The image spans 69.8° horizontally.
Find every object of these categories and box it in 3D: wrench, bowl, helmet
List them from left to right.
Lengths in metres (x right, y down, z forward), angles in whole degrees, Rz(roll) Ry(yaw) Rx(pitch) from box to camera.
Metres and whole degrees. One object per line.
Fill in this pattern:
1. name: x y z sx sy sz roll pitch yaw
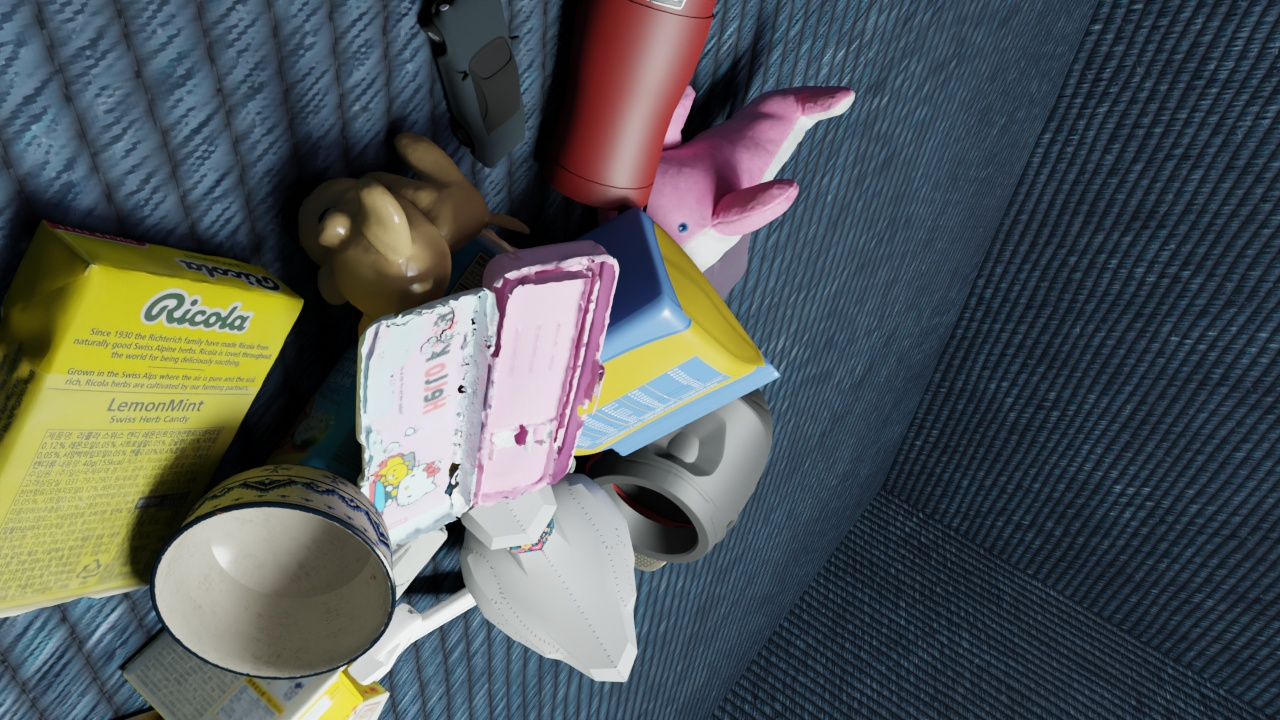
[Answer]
1. bowl: -0.184 0.103 0.478 0.059 0.115 0.116 -106 -149 -60
2. wrench: -0.168 0.213 0.772 0.066 0.018 0.273 -53 171 4
3. helmet: 0.045 0.084 0.930 0.169 0.164 0.265 -60 175 -30

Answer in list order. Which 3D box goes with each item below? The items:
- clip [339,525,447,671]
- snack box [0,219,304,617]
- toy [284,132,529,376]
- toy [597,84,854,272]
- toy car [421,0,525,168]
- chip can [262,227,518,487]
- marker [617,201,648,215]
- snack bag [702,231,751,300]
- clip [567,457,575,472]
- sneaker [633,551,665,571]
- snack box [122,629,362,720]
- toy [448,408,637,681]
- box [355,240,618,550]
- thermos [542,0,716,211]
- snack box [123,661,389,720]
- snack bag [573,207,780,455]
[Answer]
1. clip: -0.203 0.150 0.644 0.125 0.092 0.151 -55 165 -13
2. snack box: -0.247 0.031 0.424 0.181 0.045 0.121 -60 160 9
3. toy: -0.127 -0.066 0.485 0.108 0.106 0.134 -57 168 -46
4. toy: 0.047 -0.157 0.737 0.265 0.187 0.128 -47 113 -24
5. toy car: -0.089 -0.161 0.521 0.046 0.034 0.112 -48 155 -25
6. chip can: -0.153 0.020 0.564 0.229 0.080 0.080 -56 157 -7
7. marker: 0.004 -0.157 0.679 0.016 0.022 0.138 131 -28 -77
8. snack bag: 0.034 -0.069 0.857 0.204 0.058 0.096 -46 155 -29
9. clip: -0.083 0.080 0.838 0.023 0.035 0.074 -49 149 -18
10. sneaker: 0.048 0.139 1.122 0.241 0.089 0.102 -63 165 -1
11. snack box: -0.241 0.199 0.561 0.083 0.106 0.061 -46 156 -27
12. toy: -0.081 0.150 0.743 0.140 0.246 0.268 -33 170 -9
13. box: -0.093 0.025 0.527 0.154 0.044 0.202 -16 143 -30
14. thermos: -0.002 -0.208 0.594 0.107 0.084 0.199 -82 -171 -58
15. snack box: -0.287 0.285 0.629 0.110 0.062 0.230 -62 158 9
16. snack bag: -0.004 0.004 0.677 0.159 0.102 0.205 -29 143 19
